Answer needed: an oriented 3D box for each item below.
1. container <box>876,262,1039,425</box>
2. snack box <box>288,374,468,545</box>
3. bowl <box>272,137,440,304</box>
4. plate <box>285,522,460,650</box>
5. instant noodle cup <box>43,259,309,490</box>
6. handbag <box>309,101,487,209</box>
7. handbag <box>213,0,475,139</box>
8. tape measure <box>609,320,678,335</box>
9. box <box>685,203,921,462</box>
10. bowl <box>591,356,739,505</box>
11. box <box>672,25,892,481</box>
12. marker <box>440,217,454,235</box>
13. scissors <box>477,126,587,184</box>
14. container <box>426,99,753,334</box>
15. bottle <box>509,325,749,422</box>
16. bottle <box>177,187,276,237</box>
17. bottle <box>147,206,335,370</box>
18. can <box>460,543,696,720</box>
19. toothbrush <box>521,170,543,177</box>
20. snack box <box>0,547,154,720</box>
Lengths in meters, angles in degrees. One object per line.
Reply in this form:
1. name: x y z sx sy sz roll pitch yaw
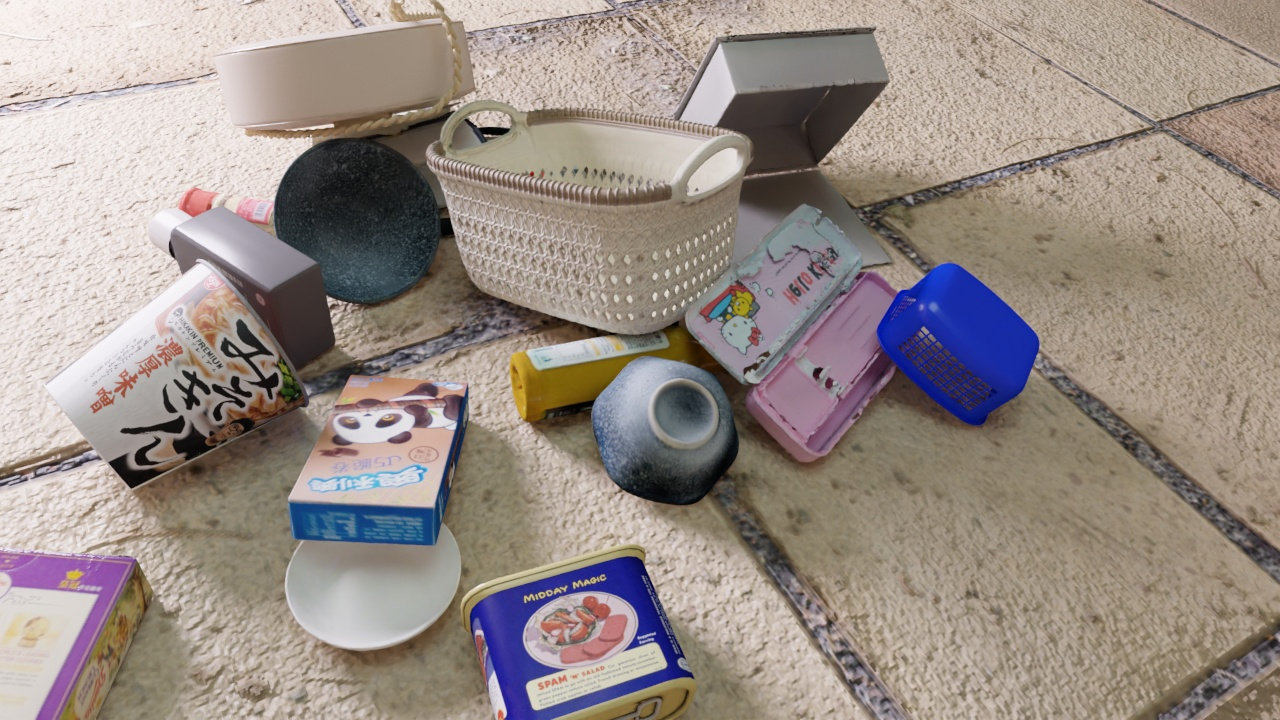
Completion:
1. container: 0.256 -0.017 0.727 0.114 0.058 0.095 42 48 0
2. snack box: -0.168 0.062 0.612 0.087 0.034 0.151 3 28 -3
3. bowl: -0.244 -0.115 0.778 0.136 0.137 0.057 -26 13 -29
4. plate: -0.163 0.137 0.569 0.104 0.026 0.104 3 45 -3
5. instant noodle cup: -0.313 0.016 0.616 0.123 0.124 0.121 37 61 27
6. handbag: -0.242 -0.213 0.882 0.151 0.074 0.176 -18 46 -23
7. handbag: -0.257 -0.259 0.805 0.210 0.103 0.208 -14 21 -16
8. tape measure: 0.001 -0.035 0.758 0.062 0.034 0.061 8 39 18
9. box: 0.133 -0.027 0.731 0.152 0.038 0.200 45 52 4
10. bowl: 0.023 0.043 0.642 0.110 0.055 0.110 4 71 -12
11. box: 0.144 -0.092 0.901 0.167 0.422 0.174 -10 10 -17
12. marker: -0.206 -0.120 0.835 0.138 0.016 0.022 -6 15 -12
13. scissors: -0.105 -0.201 0.929 0.203 0.015 0.201 24 47 18
14. container: -0.039 -0.122 0.729 0.246 0.143 0.184 18 36 34
15. bottle: -0.004 0.004 0.704 0.186 0.053 0.053 -11 47 -18
16. bottle: -0.341 -0.122 0.798 0.109 0.044 0.044 9 44 1
17. bottle: -0.319 -0.070 0.719 0.174 0.084 0.046 30 49 23
18. can: -0.035 0.170 0.530 0.116 0.057 0.092 -12 49 -19
19. toothbrush: -0.056 -0.157 0.874 0.212 0.012 0.017 28 49 11
20. snack box: -0.369 0.172 0.496 0.143 0.041 0.147 5 44 -2
